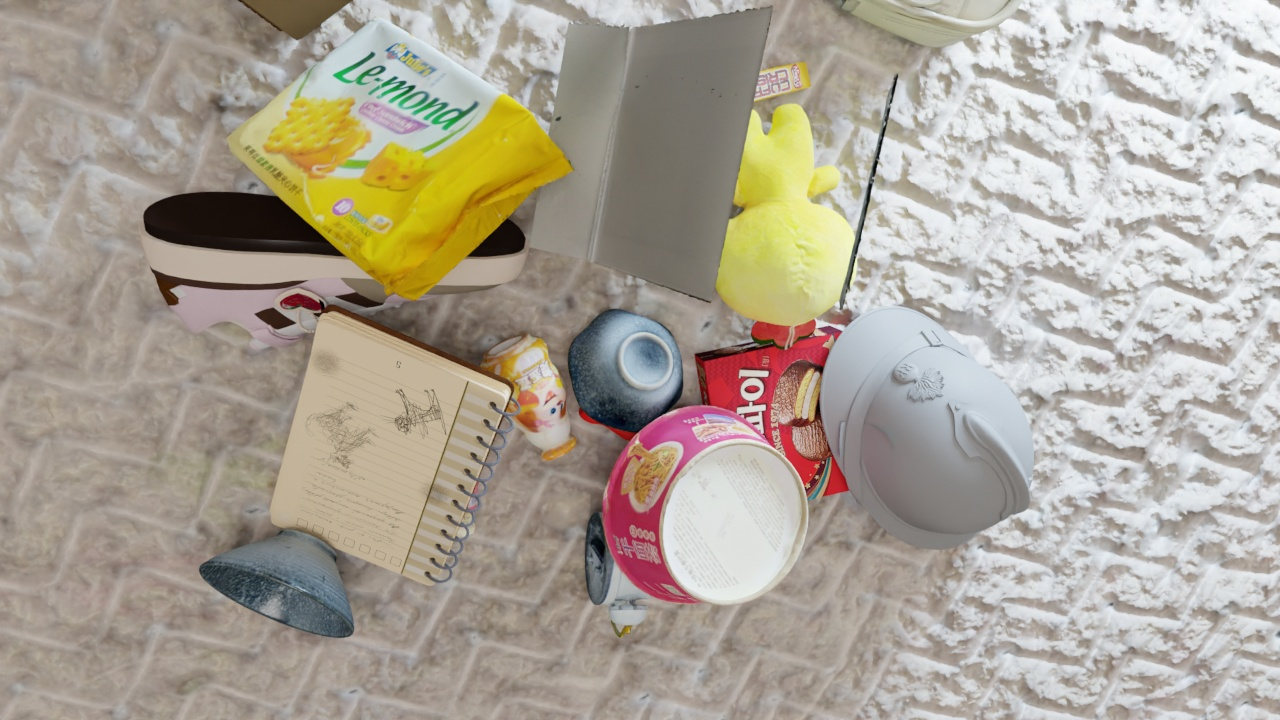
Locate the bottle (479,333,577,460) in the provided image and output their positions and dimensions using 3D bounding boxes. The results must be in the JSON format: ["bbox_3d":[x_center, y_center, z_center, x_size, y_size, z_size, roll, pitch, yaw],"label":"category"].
[{"bbox_3d":[-0.093,0.033,0.797,0.063,0.063,0.109,-26,105,-4],"label":"bottle"}]

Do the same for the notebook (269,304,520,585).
[{"bbox_3d":[-0.205,0.080,0.751,0.167,0.024,0.226,24,120,-4],"label":"notebook"}]

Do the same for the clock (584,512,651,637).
[{"bbox_3d":[-0.020,0.193,0.835,0.057,0.083,0.118,2,100,-17],"label":"clock"}]

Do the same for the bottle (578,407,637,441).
[{"bbox_3d":[0.003,0.060,0.834,0.119,0.036,0.036,27,96,-15],"label":"bottle"}]

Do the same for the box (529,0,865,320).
[{"bbox_3d":[0.028,-0.140,0.638,0.164,0.330,0.167,6,101,-24],"label":"box"}]

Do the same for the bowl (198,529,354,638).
[{"bbox_3d":[-0.297,0.182,0.785,0.137,0.137,0.057,30,55,-15],"label":"bowl"}]

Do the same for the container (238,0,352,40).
[{"bbox_3d":[-0.230,-0.376,0.588,0.219,0.251,0.214,-37,105,-1],"label":"container"}]

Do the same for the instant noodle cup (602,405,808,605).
[{"bbox_3d":[0.065,0.130,0.777,0.178,0.078,0.178,-2,95,-23],"label":"instant noodle cup"}]

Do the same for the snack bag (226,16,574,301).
[{"bbox_3d":[-0.179,-0.146,0.666,0.159,0.247,0.068,-43,147,-13],"label":"snack bag"}]

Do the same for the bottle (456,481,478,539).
[{"bbox_3d":[-0.162,0.103,0.810,0.044,0.044,0.109,5,102,-11],"label":"bottle"}]

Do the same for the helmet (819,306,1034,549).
[{"bbox_3d":[0.287,0.073,0.826,0.183,0.118,0.271,-44,112,-13],"label":"helmet"}]

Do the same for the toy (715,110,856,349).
[{"bbox_3d":[0.121,-0.116,0.793,0.133,0.092,0.207,-8,84,-7],"label":"toy"}]

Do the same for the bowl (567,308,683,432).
[{"bbox_3d":[-0.005,0.005,0.791,0.110,0.055,0.110,4,77,-20],"label":"bowl"}]

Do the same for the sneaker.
[{"bbox_3d":[-0.238,-0.061,0.742,0.293,0.111,0.117,-1,124,-11],"label":"sneaker"}]

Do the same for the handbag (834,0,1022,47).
[{"bbox_3d":[0.236,-0.385,0.740,0.184,0.132,0.229,6,99,-6],"label":"handbag"}]

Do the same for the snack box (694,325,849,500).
[{"bbox_3d":[0.130,0.057,0.856,0.132,0.036,0.152,-12,104,-7],"label":"snack box"}]

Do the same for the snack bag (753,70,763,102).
[{"bbox_3d":[0.101,-0.237,0.797,0.099,0.020,0.026,-15,105,-6],"label":"snack bag"}]
